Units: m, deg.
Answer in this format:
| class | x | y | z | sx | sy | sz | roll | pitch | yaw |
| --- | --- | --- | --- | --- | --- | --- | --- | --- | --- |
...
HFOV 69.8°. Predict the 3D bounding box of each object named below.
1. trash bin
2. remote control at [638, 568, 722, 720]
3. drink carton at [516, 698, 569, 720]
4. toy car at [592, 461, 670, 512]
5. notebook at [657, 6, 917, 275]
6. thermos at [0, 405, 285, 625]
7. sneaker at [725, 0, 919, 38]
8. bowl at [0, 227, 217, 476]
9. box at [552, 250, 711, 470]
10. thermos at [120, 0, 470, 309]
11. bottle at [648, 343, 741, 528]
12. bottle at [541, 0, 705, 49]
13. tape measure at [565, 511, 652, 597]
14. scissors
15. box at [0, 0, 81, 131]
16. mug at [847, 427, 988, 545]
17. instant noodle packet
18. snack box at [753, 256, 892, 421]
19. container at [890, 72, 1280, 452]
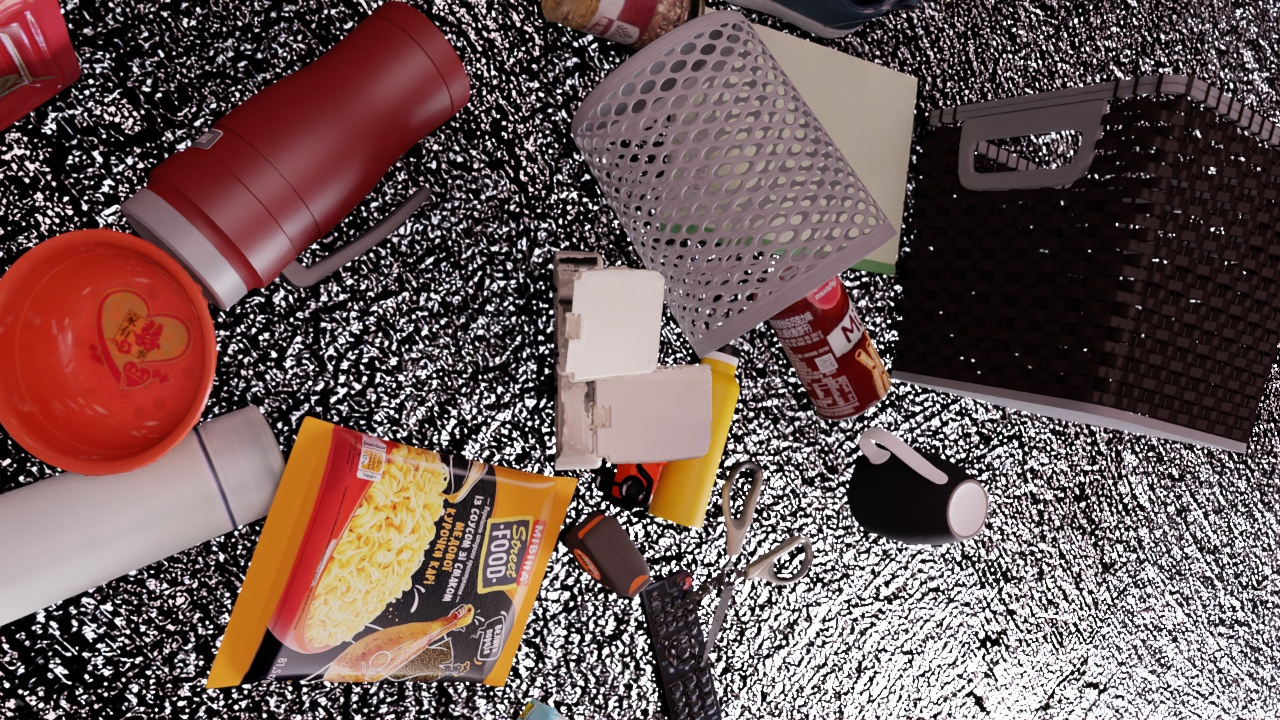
| class | x | y | z | sx | sy | sz | roll | pitch | yaw |
| --- | --- | --- | --- | --- | --- | --- | --- | --- | --- |
| trash bin | 0.057 | -0.120 | 0.628 | 0.156 | 0.157 | 0.183 | -32 | 89 | -25 |
| remote control | 0.031 | 0.243 | 0.736 | 0.047 | 0.022 | 0.150 | -17 | 100 | -28 |
| drink carton | -0.045 | 0.302 | 0.684 | 0.129 | 0.039 | 0.044 | 45 | 72 | -24 |
| toy car | 0.003 | 0.063 | 0.688 | 0.048 | 0.051 | 0.100 | 14 | 86 | -29 |
| notebook | 0.132 | -0.177 | 0.771 | 0.252 | 0.010 | 0.182 | 5 | 91 | -30 |
| thermos | -0.312 | 0.095 | 0.500 | 0.229 | 0.068 | 0.068 | -22 | 104 | -28 |
| sneaker | 0.113 | -0.320 | 0.704 | 0.235 | 0.087 | 0.089 | 14 | 87 | -30 |
| bowl | -0.284 | -0.004 | 0.502 | 0.130 | 0.045 | 0.130 | 0 | 91 | 4 |
| box | -0.003 | 0.003 | 0.587 | 0.105 | 0.187 | 0.143 | -1 | 99 | -6 |
| thermos | -0.189 | -0.115 | 0.546 | 0.198 | 0.084 | 0.108 | -48 | 113 | -21 |
| bottle | 0.046 | 0.056 | 0.717 | 0.043 | 0.043 | 0.143 | 19 | 84 | -30 |
| bottle | -0.012 | -0.255 | 0.654 | 0.105 | 0.056 | 0.056 | 8 | 89 | -30 |
| tape measure | -0.023 | 0.139 | 0.674 | 0.038 | 0.059 | 0.058 | -38 | 101 | -24 |
| scissors | 0.085 | 0.162 | 0.755 | 0.170 | 0.013 | 0.157 | 2 | 85 | -37 |
| box | -0.340 | -0.148 | 0.416 | 0.128 | 0.158 | 0.087 | -42 | 106 | -23 |
| mug | 0.238 | 0.108 | 0.799 | 0.084 | 0.100 | 0.119 | -42 | 112 | -21 |
| instant noodle packet | -0.144 | 0.134 | 0.593 | 0.220 | 0.032 | 0.160 | 21 | 88 | -46 |
| snack box | 0.152 | -0.018 | 0.757 | 0.072 | 0.072 | 0.121 | -41 | 112 | -22 |
| container | 0.390 | -0.072 | 0.796 | 0.245 | 0.248 | 0.243 | 12 | 91 | -30 |
